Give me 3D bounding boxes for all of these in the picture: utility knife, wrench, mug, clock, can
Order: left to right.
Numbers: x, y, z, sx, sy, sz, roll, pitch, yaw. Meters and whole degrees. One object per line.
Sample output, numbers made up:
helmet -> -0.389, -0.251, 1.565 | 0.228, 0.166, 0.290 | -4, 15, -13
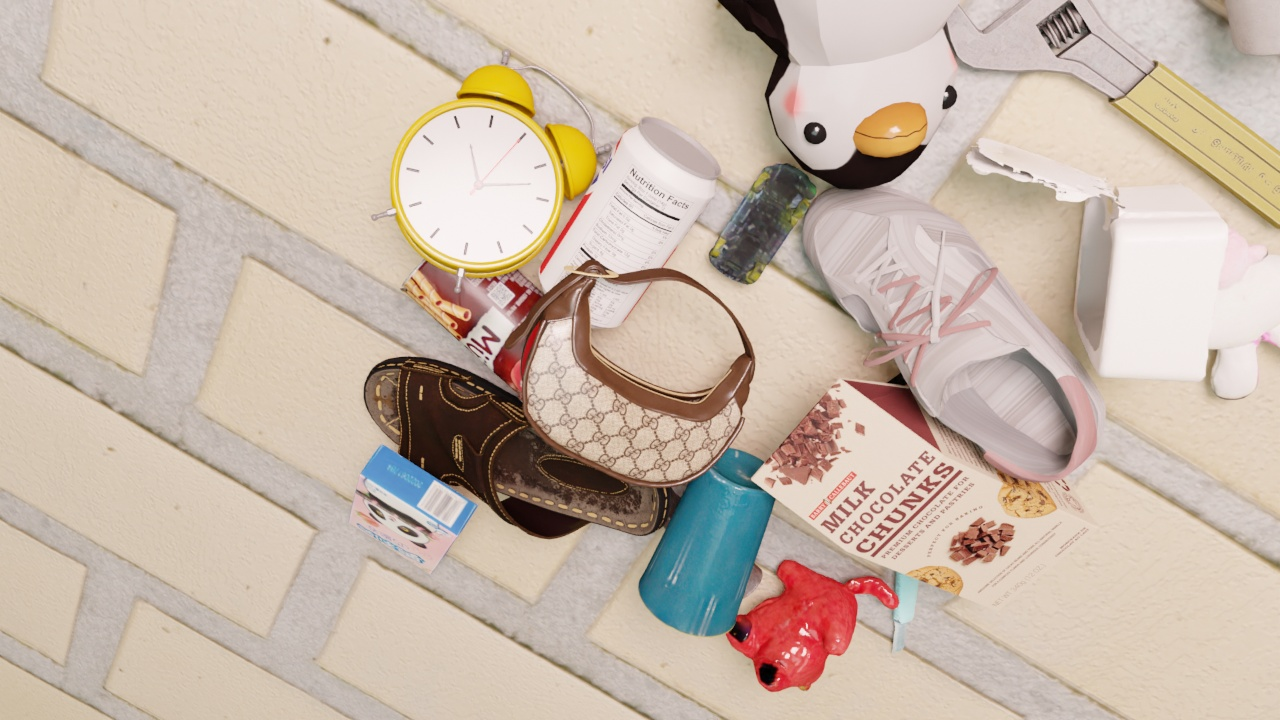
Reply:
clock -> -0.097, -0.124, 0.603 | 0.113, 0.052, 0.152 | 42, 84, -9
can -> -0.009, -0.089, 0.610 | 0.070, 0.070, 0.132 | 34, 119, -5
mug -> 0.053, 0.128, 0.666 | 0.078, 0.078, 0.121 | 21, 112, 3
utility knife -> 0.210, 0.181, 0.725 | 0.022, 0.015, 0.141 | -5, 117, -4
wrench -> 0.297, -0.147, 0.533 | 0.273, 0.018, 0.084 | 35, 119, -5
mug -> 0.337, -0.197, 0.445 | 0.084, 0.113, 0.070 | -25, 111, 7

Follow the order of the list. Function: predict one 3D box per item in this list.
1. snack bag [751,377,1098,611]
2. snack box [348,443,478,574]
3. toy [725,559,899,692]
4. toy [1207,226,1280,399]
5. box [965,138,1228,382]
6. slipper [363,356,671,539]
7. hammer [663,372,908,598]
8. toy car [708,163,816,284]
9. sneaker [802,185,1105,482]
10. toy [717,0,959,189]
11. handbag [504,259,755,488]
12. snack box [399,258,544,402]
snack bag -> 0.185, 0.083, 0.615 | 0.206, 0.069, 0.095 | 24, 121, -20
snack box -> -0.189, 0.124, 0.746 | 0.088, 0.033, 0.154 | 34, 150, -4
toy -> 0.143, 0.212, 0.742 | 0.133, 0.088, 0.094 | -31, 140, 6
toy -> 0.370, -0.031, 0.563 | 0.079, 0.037, 0.122 | -31, 113, 25
box -> 0.252, -0.073, 0.532 | 0.132, 0.107, 0.152 | 0, 114, 14
slipper -> -0.105, 0.073, 0.701 | 0.268, 0.075, 0.113 | 20, 120, 16
hammer -> 0.136, 0.050, 0.667 | 0.138, 0.034, 0.315 | 44, 117, -9
toy car -> 0.081, -0.092, 0.610 | 0.038, 0.027, 0.090 | 33, 120, -1
sneaker -> 0.186, -0.018, 0.559 | 0.236, 0.089, 0.099 | 45, 112, 9
toy -> 0.116, -0.190, 0.512 | 0.159, 0.140, 0.184 | -16, 126, -5
handbag -> -0.004, 0.003, 0.607 | 0.166, 0.063, 0.138 | 28, 102, -19
snack box -> -0.104, -0.035, 0.661 | 0.121, 0.072, 0.072 | 43, 118, -9
